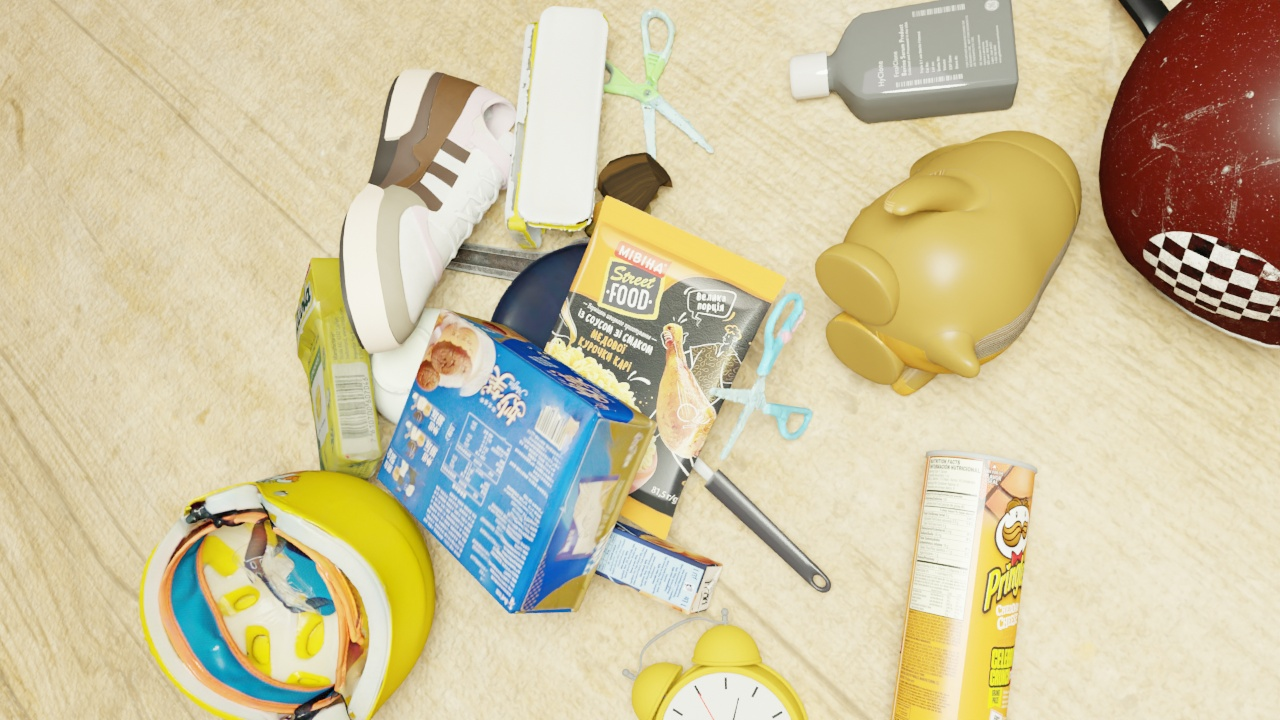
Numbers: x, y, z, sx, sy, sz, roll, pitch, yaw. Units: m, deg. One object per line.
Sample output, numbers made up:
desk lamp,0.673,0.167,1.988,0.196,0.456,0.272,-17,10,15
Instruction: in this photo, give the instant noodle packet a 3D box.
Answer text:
instant noodle packet,-0.005,0.004,0.713,0.160,0.032,0.221,28,101,21

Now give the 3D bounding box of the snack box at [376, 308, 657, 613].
snack box,-0.102,0.070,0.694,0.203,0.069,0.155,30,102,42

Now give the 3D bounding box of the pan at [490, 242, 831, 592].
pan,0.016,0.055,0.735,0.356,0.021,0.199,43,106,17

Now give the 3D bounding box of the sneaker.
sneaker,-0.166,-0.130,0.785,0.116,0.112,0.293,2,54,4

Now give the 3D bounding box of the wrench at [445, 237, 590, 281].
wrench,-0.157,-0.094,0.840,0.274,0.010,0.070,11,80,18

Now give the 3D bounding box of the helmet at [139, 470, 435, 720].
helmet,-0.265,0.183,0.737,0.241,0.139,0.209,-16,98,27

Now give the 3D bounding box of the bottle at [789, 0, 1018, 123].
bottle,0.211,-0.242,0.750,0.174,0.046,0.083,-3,77,15

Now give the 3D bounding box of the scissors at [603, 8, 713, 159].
scissors,0.000,-0.237,0.829,0.139,0.028,0.170,-9,71,12

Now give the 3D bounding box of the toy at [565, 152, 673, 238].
toy,-0.021,-0.136,0.790,0.100,0.062,0.076,-35,37,20

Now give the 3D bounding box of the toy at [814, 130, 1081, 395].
toy,0.228,-0.088,0.664,0.203,0.199,0.162,-43,51,-17

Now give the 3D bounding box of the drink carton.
drink carton,-0.008,0.152,0.711,0.130,0.064,0.040,19,84,20

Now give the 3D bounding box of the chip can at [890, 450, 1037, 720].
chip can,0.222,0.175,0.635,0.075,0.075,0.215,8,80,17

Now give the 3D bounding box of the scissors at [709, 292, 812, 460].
scissors,0.099,0.021,0.685,0.015,0.135,0.135,25,79,45

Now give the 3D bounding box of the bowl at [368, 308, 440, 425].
bowl,-0.192,0.006,0.799,0.113,0.063,0.113,-4,75,16

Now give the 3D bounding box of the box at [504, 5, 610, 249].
box,-0.074,-0.200,0.809,0.079,0.080,0.209,5,74,-3

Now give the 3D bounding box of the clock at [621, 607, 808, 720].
clock,0.059,0.265,0.675,0.113,0.052,0.152,-33,75,6

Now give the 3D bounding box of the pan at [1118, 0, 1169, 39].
pan,0.417,-0.194,0.681,0.204,0.044,0.355,-28,71,8

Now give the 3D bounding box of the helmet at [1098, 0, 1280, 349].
helmet,0.401,-0.114,0.546,0.234,0.253,0.233,22,78,29

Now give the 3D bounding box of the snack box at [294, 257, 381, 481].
snack box,-0.264,0.018,0.790,0.045,0.122,0.180,-5,72,-28
